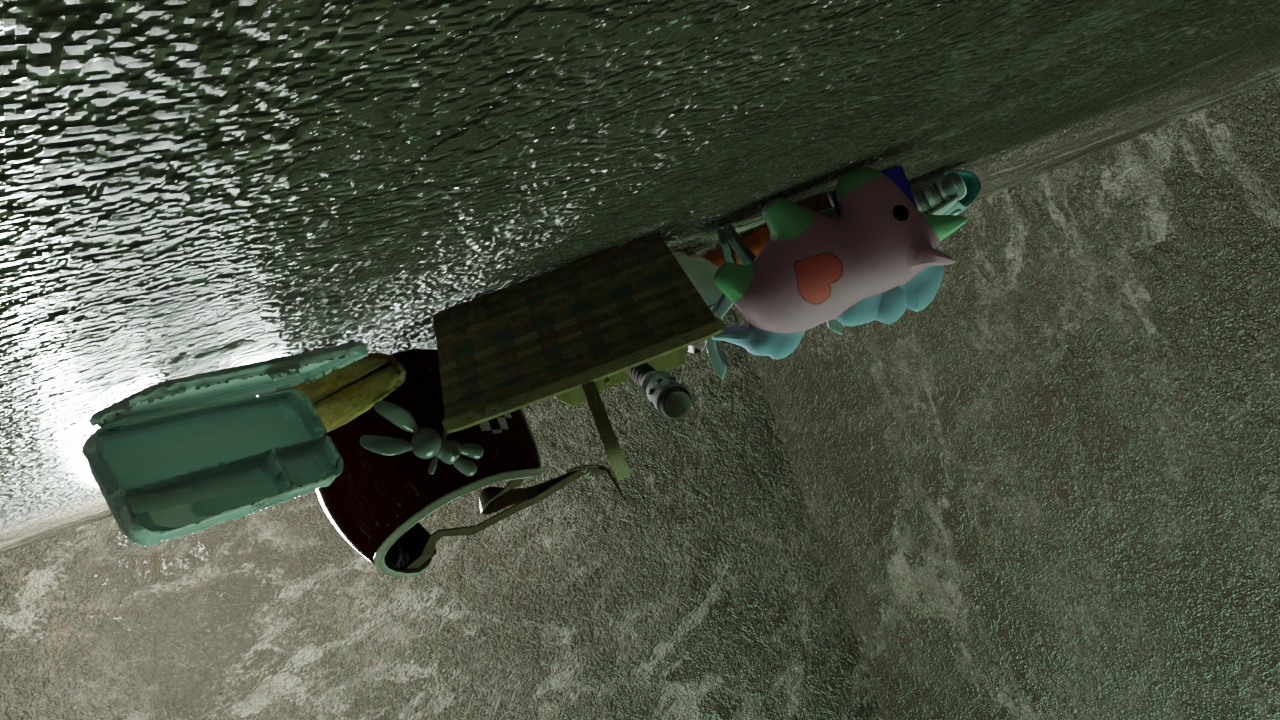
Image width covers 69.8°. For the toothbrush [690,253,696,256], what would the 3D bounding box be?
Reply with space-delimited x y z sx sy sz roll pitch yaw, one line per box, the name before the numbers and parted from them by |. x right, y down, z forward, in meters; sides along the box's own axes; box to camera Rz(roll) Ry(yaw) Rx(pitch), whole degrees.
toothbrush | 0.064 -0.120 1.163 0.018 0.015 0.181 -13 180 5

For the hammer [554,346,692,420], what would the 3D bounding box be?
hammer | -0.007 0.007 1.114 0.190 0.101 0.325 -20 -161 -11

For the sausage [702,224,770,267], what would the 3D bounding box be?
sausage | 0.127 -0.129 1.093 0.044 0.039 0.165 -20 180 -38

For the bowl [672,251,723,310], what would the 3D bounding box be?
bowl | 0.023 -0.073 1.015 0.153 0.073 0.153 -21 179 0

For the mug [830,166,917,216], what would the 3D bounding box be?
mug | 0.250 -0.151 0.966 0.079 0.083 0.111 -20 180 21

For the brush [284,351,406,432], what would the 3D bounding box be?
brush | -0.299 0.039 0.842 0.196 0.059 0.043 -23 -174 18

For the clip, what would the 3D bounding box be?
clip | 0.143 -0.055 0.925 0.164 0.169 0.031 3 -152 4

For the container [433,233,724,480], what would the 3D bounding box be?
container | -0.049 0.015 0.822 0.250 0.186 0.157 -20 180 -3

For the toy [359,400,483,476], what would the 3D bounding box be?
toy | -0.193 0.075 0.828 0.111 0.049 0.030 26 169 -33

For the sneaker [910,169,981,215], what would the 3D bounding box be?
sneaker | 0.328 -0.186 1.185 0.256 0.093 0.161 -19 171 -41

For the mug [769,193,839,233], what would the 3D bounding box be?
mug | 0.190 -0.114 0.987 0.082 0.111 0.117 -20 180 21

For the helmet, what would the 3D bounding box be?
helmet | -0.210 0.108 0.963 0.234 0.253 0.233 -40 158 17

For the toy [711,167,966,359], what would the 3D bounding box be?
toy | 0.174 -0.077 0.842 0.222 0.171 0.120 -54 174 10

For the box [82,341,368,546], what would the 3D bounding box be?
box | -0.297 0.062 0.696 0.130 0.105 0.210 -24 179 29

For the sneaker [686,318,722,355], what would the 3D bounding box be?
sneaker | 0.022 -0.050 1.410 0.111 0.116 0.295 -21 180 -43
